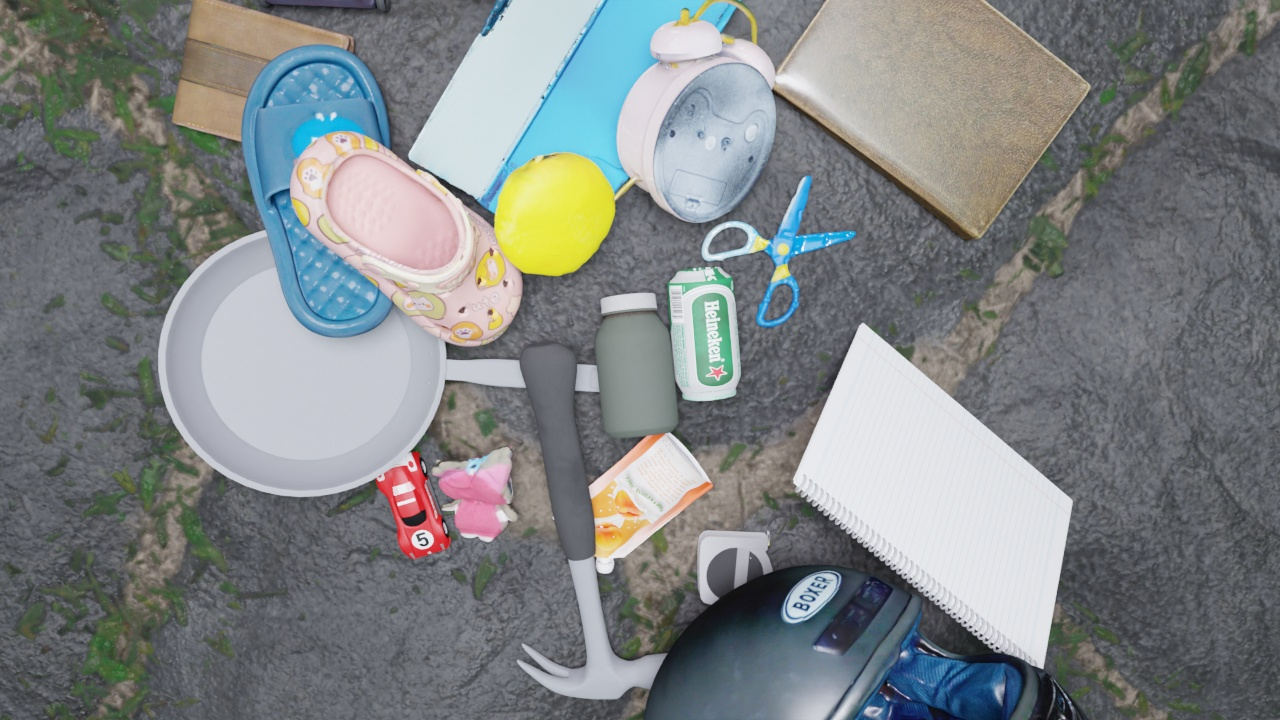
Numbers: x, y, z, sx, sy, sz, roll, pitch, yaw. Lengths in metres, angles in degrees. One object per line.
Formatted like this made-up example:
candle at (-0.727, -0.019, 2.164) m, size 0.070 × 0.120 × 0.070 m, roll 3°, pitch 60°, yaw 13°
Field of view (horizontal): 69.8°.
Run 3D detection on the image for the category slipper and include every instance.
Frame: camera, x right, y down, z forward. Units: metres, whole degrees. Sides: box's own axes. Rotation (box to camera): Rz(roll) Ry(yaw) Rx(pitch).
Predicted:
slipper at (-0.227, -0.123, 0.657) m, size 0.103 × 0.059 × 0.213 m, roll -6°, pitch 89°, yaw -18°
slipper at (-0.144, -0.082, 0.636) m, size 0.197 × 0.082 × 0.093 m, roll 42°, pitch 70°, yaw -39°

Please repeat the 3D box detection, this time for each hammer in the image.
hammer at (-0.055, 0.136, 0.736) m, size 0.125 × 0.029 × 0.311 m, roll -8°, pitch 106°, yaw 5°

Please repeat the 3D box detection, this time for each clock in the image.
clock at (0.044, -0.182, 0.666) m, size 0.116 × 0.059 × 0.158 m, roll 1°, pitch 115°, yaw -45°

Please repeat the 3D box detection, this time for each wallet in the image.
wallet at (-0.284, -0.211, 0.692) m, size 0.121 × 0.027 × 0.099 m, roll 14°, pitch 101°, yaw -7°

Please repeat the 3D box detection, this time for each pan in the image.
pan at (-0.176, 0.006, 0.715) m, size 0.356 × 0.051 × 0.200 m, roll 4°, pitch 89°, yaw -19°

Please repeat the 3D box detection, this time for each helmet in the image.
helmet at (0.137, 0.266, 0.659) m, size 0.236 × 0.248 × 0.317 m, roll 53°, pitch 132°, yaw 7°

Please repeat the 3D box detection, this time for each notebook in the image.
notebook at (0.209, -0.197, 0.716) m, size 0.215 × 0.034 × 0.190 m, roll 36°, pitch 97°, yaw -8°
notebook at (0.238, 0.105, 0.720) m, size 0.245 × 0.013 × 0.177 m, roll 39°, pitch 52°, yaw -8°

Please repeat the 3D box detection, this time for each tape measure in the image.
tape measure at (0.080, 0.175, 0.776) m, size 0.064 × 0.016 × 0.065 m, roll 3°, pitch 99°, yaw -3°

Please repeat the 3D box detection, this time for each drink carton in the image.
drink carton at (-0.008, 0.117, 0.757) m, size 0.122 × 0.038 × 0.069 m, roll -40°, pitch 98°, yaw 9°

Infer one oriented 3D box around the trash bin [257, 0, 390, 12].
trash bin at (-0.232, -0.339, 0.644) m, size 0.094 × 0.092 × 0.161 m, roll 1°, pitch 95°, yaw -4°

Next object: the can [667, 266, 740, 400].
can at (0.050, -0.022, 0.725) m, size 0.053 × 0.053 × 0.101 m, roll -6°, pitch 99°, yaw -2°

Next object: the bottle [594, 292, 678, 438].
bottle at (-0.004, 0.004, 0.714) m, size 0.060 × 0.060 × 0.108 m, roll -6°, pitch 89°, yaw -2°

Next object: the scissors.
scissors at (0.107, -0.091, 0.740) m, size 0.127 × 0.015 × 0.125 m, roll 19°, pitch 99°, yaw -9°

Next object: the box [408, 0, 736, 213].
box at (-0.050, -0.216, 0.682) m, size 0.170 × 0.071 × 0.243 m, roll 29°, pitch 97°, yaw -35°

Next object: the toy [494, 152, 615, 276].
toy at (-0.061, -0.105, 0.662) m, size 0.095 × 0.041 × 0.094 m, roll -25°, pitch 129°, yaw -19°

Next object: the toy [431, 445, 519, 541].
toy at (-0.131, 0.102, 0.739) m, size 0.065 × 0.050 × 0.103 m, roll 0°, pitch 133°, yaw -3°

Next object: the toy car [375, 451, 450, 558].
toy car at (-0.187, 0.118, 0.748) m, size 0.038 × 0.025 × 0.089 m, roll -17°, pitch 99°, yaw -1°
